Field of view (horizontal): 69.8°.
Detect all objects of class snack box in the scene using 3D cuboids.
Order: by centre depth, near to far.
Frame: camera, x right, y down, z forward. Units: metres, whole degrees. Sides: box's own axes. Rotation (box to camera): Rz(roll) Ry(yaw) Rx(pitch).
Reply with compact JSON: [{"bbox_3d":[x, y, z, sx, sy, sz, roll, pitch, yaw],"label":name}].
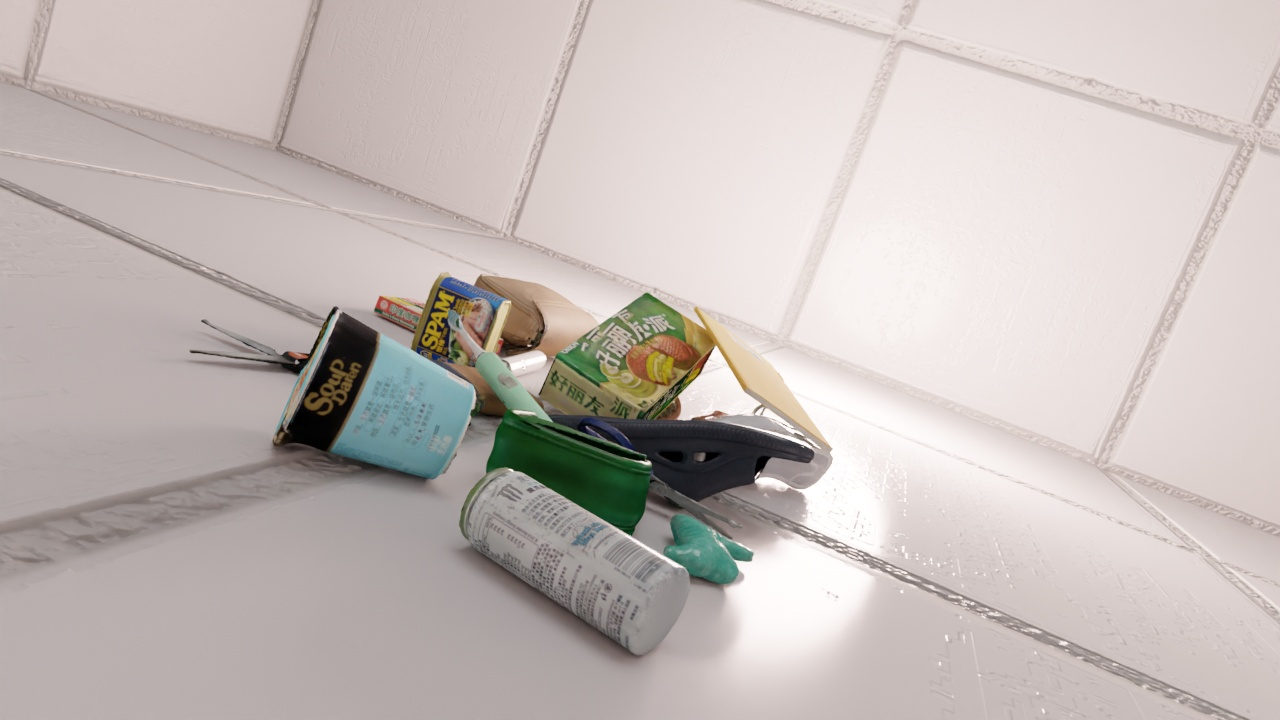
[{"bbox_3d":[-0.006,0.006,1.059,0.114,0.063,0.239,33,32,11],"label":"snack box"},{"bbox_3d":[-0.265,-0.045,1.206,0.156,0.027,0.077,23,8,20],"label":"snack box"}]

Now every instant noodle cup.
[{"bbox_3d":[-0.192,0.033,0.680,0.120,0.111,0.111,26,6,-20],"label":"instant noodle cup"}]

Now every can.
[{"bbox_3d":[-0.043,0.122,0.572,0.147,0.058,0.058,25,10,30],"label":"can"},{"bbox_3d":[-0.207,-0.040,1.062,0.083,0.102,0.057,22,8,3],"label":"can"}]

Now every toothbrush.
[{"bbox_3d":[-0.139,0.019,0.914,0.026,0.027,0.224,-24,49,-26],"label":"toothbrush"},{"bbox_3d":[-0.159,0.008,1.112,0.026,0.027,0.220,-23,0,13],"label":"toothbrush"}]

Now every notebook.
[{"bbox_3d":[0.142,0.018,1.088,0.146,0.010,0.206,35,15,-28],"label":"notebook"}]

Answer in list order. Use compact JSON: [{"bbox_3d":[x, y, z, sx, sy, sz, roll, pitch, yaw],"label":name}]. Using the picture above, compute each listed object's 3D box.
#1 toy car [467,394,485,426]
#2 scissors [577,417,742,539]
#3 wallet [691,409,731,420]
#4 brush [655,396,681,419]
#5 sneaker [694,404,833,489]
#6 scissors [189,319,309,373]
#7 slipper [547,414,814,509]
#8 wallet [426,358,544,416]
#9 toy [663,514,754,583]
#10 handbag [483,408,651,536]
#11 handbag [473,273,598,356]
[{"bbox_3d":[-0.174,0.043,0.834,0.043,0.036,0.091,20,10,8],"label":"toy car"},{"bbox_3d":[0.007,0.112,0.818,0.171,0.012,0.141,49,-37,-17],"label":"scissors"},{"bbox_3d":[0.125,0.094,1.210,0.101,0.032,0.124,20,8,19],"label":"wallet"},{"bbox_3d":[-0.016,0.039,1.151,0.146,0.063,0.073,23,-21,9],"label":"brush"},{"bbox_3d":[0.122,0.087,1.031,0.242,0.090,0.090,15,25,-49],"label":"sneaker"},{"bbox_3d":[-0.298,0.003,0.855,0.234,0.022,0.220,23,9,17],"label":"scissors"},{"bbox_3d":[0.032,0.096,0.878,0.268,0.083,0.110,4,-3,20],"label":"slipper"},{"bbox_3d":[-0.167,0.031,0.950,0.090,0.033,0.115,31,13,40],"label":"wallet"},{"bbox_3d":[0.053,0.148,0.724,0.096,0.030,0.092,23,10,-16],"label":"toy"},{"bbox_3d":[-0.055,0.091,0.742,0.131,0.068,0.120,19,1,6],"label":"handbag"},{"bbox_3d":[-0.156,-0.055,1.307,0.148,0.100,0.204,33,13,25],"label":"handbag"}]
